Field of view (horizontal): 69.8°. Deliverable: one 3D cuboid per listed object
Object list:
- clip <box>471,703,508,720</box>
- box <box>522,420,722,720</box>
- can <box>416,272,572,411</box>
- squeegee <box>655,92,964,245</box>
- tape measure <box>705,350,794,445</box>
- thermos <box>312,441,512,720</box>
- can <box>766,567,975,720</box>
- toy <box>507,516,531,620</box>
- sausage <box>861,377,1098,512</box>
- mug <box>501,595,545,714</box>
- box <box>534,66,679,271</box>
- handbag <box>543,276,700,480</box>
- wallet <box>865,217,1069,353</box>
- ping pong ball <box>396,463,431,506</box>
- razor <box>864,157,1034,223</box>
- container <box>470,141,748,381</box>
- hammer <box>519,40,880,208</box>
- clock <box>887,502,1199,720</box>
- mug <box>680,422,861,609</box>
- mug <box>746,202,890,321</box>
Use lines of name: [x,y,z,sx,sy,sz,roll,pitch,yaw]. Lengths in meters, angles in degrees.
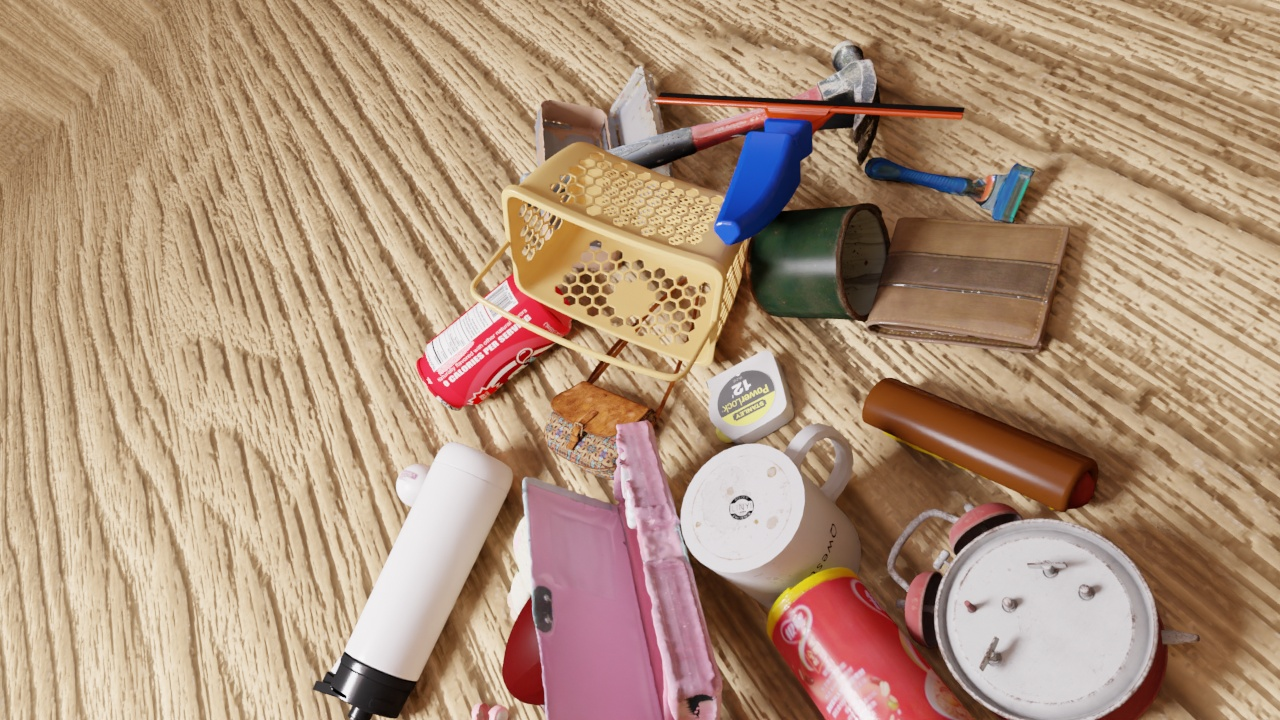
clip: [-0.121,0.282,0.681,0.044,0.023,0.060,15,69,46]
box: [-0.024,0.149,0.597,0.107,0.099,0.232,-5,38,-8]
can: [-0.134,-0.020,0.852,0.142,0.074,0.074,-38,46,9]
squeegee: [0.096,-0.142,0.685,0.250,0.055,0.184,10,42,23]
tape measure: [0.082,0.030,0.703,0.064,0.017,0.065,-29,48,17]
thermos: [-0.192,0.183,0.771,0.101,0.068,0.229,2,63,51]
can: [0.132,0.185,0.529,0.067,0.066,0.124,-42,46,5]
toy: [-0.071,0.155,0.713,0.112,0.050,0.087,-40,45,-1]
sausage: [0.210,0.052,0.582,0.156,0.040,0.040,27,79,43]
mug: [-0.055,0.214,0.639,0.089,0.087,0.114,-45,40,27]
box: [-0.037,-0.194,0.888,0.114,0.096,0.216,2,51,-14]
handbag: [-0.004,0.005,0.771,0.094,0.043,0.195,21,72,41]
wallet: [0.228,-0.056,0.644,0.121,0.027,0.098,8,65,34]
ping pong ball: [-0.202,0.114,0.837,0.040,0.040,0.040,-19,52,25]
razor: [0.232,-0.138,0.705,0.141,0.018,0.044,27,99,46]
container: [-0.019,-0.067,0.721,0.183,0.129,0.166,22,55,14]
hammer: [0.048,-0.188,0.805,0.326,0.036,0.140,-15,46,11]
clock: [0.207,0.136,0.511,0.110,0.062,0.157,-53,45,-5]
mug: [0.096,0.097,0.592,0.083,0.096,0.119,32,82,44]
mug: [0.139,-0.082,0.695,0.081,0.085,0.110,4,48,39]
